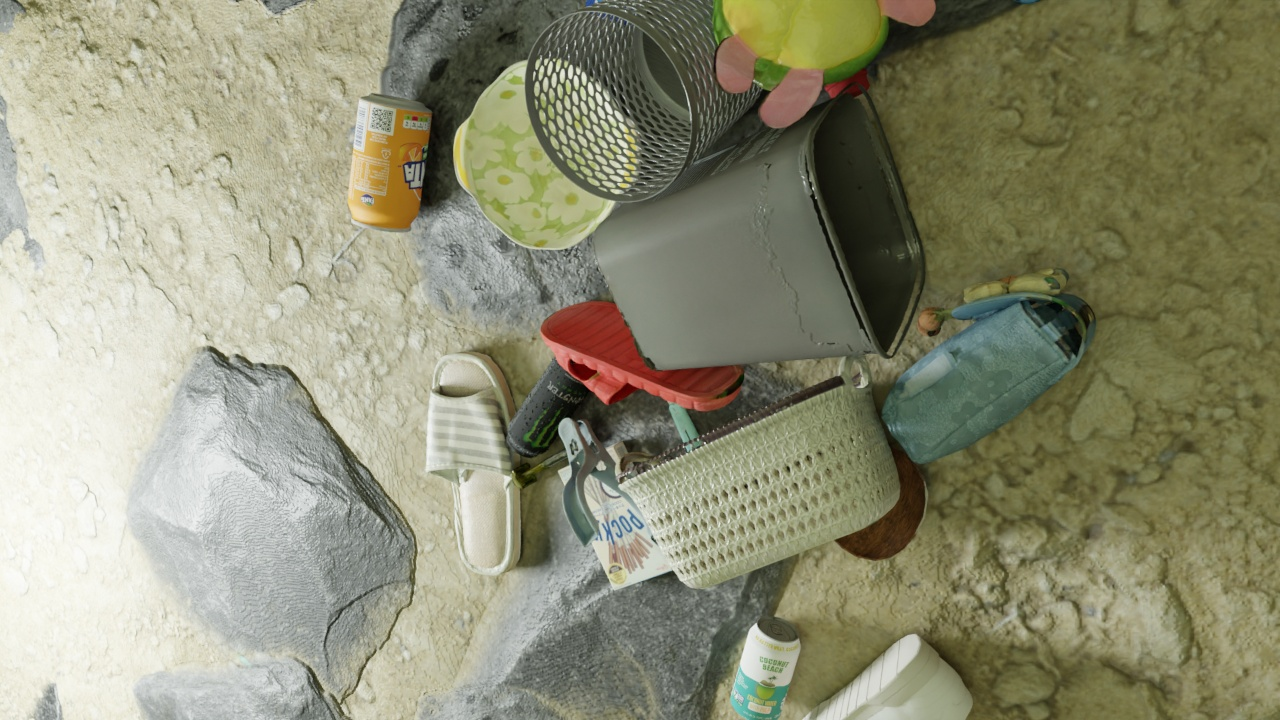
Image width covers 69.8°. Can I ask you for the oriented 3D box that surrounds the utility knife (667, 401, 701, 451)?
[{"bbox_3d":[0.049,0.073,0.968,0.022,0.015,0.147,-27,85,23],"label":"utility knife"}]

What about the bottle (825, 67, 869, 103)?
[{"bbox_3d":[0.156,-0.316,0.810,0.062,0.062,0.176,-20,91,27],"label":"bottle"}]

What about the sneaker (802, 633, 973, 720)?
[{"bbox_3d":[0.230,0.382,0.908,0.104,0.090,0.237,43,111,6],"label":"sneaker"}]

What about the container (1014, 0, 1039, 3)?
[{"bbox_3d":[0.248,-0.492,0.715,0.362,0.089,0.258,41,115,13],"label":"container"}]

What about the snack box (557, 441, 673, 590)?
[{"bbox_3d":[-0.024,0.173,1.014,0.082,0.026,0.150,-27,87,26],"label":"snack box"}]

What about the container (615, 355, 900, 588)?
[{"bbox_3d":[0.113,0.105,0.838,0.252,0.184,0.143,-27,79,24],"label":"container"}]

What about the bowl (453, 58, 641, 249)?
[{"bbox_3d":[-0.087,-0.211,0.949,0.220,0.060,0.188,5,103,25],"label":"bowl"}]

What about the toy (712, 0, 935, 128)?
[{"bbox_3d":[0.136,-0.294,0.728,0.190,0.088,0.238,26,77,8],"label":"toy"}]

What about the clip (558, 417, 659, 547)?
[{"bbox_3d":[-0.019,0.140,0.959,0.164,0.172,0.031,31,119,-32],"label":"clip"}]

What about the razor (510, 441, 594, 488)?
[{"bbox_3d":[-0.094,0.110,1.035,0.106,0.042,0.026,-29,85,18],"label":"razor"}]

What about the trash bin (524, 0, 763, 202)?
[{"bbox_3d":[0.016,-0.247,0.801,0.156,0.182,0.157,19,131,23],"label":"trash bin"}]

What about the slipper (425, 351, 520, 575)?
[{"bbox_3d":[-0.194,0.125,1.075,0.115,0.054,0.273,-4,100,21],"label":"slipper"}]

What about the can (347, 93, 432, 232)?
[{"bbox_3d":[-0.282,-0.221,1.029,0.079,0.079,0.143,19,108,21],"label":"can"}]

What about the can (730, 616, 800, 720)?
[{"bbox_3d":[0.130,0.322,0.954,0.055,0.054,0.102,19,108,21],"label":"can"}]

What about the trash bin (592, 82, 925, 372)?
[{"bbox_3d":[0.102,-0.099,0.803,0.221,0.196,0.197,-12,114,34],"label":"trash bin"}]

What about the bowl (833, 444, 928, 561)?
[{"bbox_3d":[0.227,0.134,0.883,0.102,0.026,0.114,38,111,31],"label":"bowl"}]

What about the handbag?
[{"bbox_3d":[0.288,-0.003,0.783,0.192,0.121,0.118,-41,77,30],"label":"handbag"}]

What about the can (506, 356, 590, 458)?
[{"bbox_3d":[-0.096,0.045,1.007,0.054,0.053,0.138,42,115,13],"label":"can"}]

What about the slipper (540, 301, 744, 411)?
[{"bbox_3d":[-0.005,0.005,0.919,0.249,0.103,0.059,25,133,38],"label":"slipper"}]

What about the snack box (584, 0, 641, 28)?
[{"bbox_3d":[0.023,-0.355,0.885,0.150,0.027,0.082,24,110,20],"label":"snack box"}]
